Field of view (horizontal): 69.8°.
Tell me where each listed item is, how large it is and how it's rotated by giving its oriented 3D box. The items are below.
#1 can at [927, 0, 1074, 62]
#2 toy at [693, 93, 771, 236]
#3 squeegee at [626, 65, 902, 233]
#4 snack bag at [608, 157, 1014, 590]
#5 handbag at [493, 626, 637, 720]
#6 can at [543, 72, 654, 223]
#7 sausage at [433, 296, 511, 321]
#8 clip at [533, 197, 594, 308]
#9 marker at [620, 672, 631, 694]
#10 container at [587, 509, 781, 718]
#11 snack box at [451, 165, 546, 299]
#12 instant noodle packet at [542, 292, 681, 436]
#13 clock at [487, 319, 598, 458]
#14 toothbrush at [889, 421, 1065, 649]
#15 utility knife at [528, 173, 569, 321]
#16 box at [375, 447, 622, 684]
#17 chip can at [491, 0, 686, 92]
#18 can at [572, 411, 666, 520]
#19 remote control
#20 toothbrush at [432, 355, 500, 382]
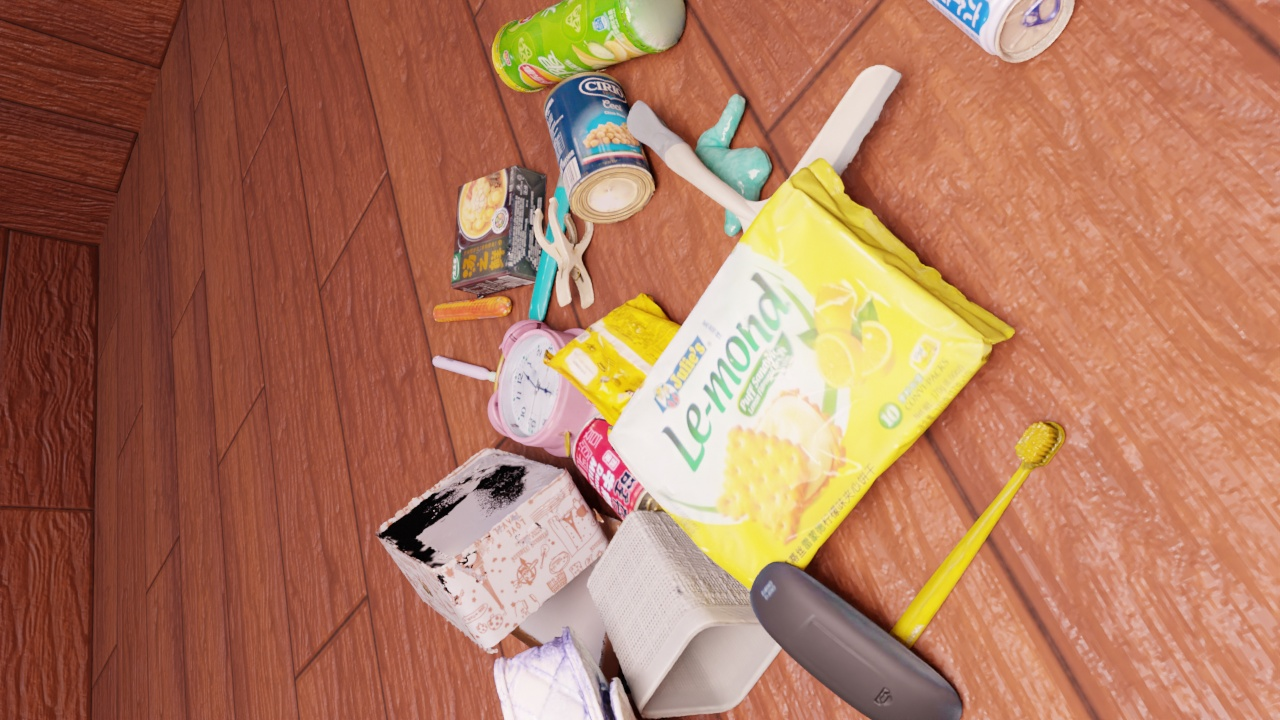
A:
[{"bbox_3d":[0.193,-0.233,0.544,0.053,0.053,0.134,-53,46,30],"label":"can"},{"bbox_3d":[0.066,-0.153,0.702,0.092,0.030,0.096,41,110,44],"label":"toy"},{"bbox_3d":[0.037,-0.147,0.680,0.247,0.039,0.246,-60,41,21],"label":"squeegee"},{"bbox_3d":[0.095,0.021,0.572,0.158,0.068,0.247,45,117,21],"label":"snack bag"},{"bbox_3d":[-0.030,0.267,0.615,0.194,0.075,0.134,75,171,-55],"label":"handbag"},{"bbox_3d":[-0.036,-0.183,0.797,0.076,0.075,0.111,-41,54,38],"label":"can"},{"bbox_3d":[-0.184,-0.055,0.992,0.165,0.021,0.021,-1,82,50],"label":"sausage"},{"bbox_3d":[-0.077,-0.101,0.836,0.035,0.083,0.104,-23,54,46],"label":"clip"},{"bbox_3d":[-0.002,0.200,0.722,0.018,0.015,0.124,8,90,53],"label":"marker"},{"bbox_3d":[0.028,0.170,0.636,0.090,0.090,0.114,-60,40,23],"label":"container"},{"bbox_3d":[-0.151,-0.129,0.950,0.126,0.053,0.113,-7,77,44],"label":"snack box"},{"bbox_3d":[-0.004,0.004,0.709,0.128,0.110,0.044,42,158,45],"label":"instant noodle packet"},{"bbox_3d":[-0.088,0.023,0.829,0.159,0.059,0.117,16,94,53],"label":"clock"},{"bbox_3d":[0.178,0.113,0.519,0.015,0.016,0.190,49,120,45],"label":"toothbrush"},{"bbox_3d":[-0.093,-0.080,0.892,0.029,0.013,0.207,12,89,49],"label":"utility knife"},{"bbox_3d":[-0.095,0.180,0.769,0.183,0.152,0.178,2,124,60],"label":"box"},{"bbox_3d":[-0.051,-0.300,0.842,0.222,0.072,0.072,5,86,51],"label":"chip can"},{"bbox_3d":[-0.003,0.085,0.706,0.094,0.066,0.067,41,114,47],"label":"can"},{"bbox_3d":[0.119,0.170,0.531,0.136,0.024,0.053,35,118,20],"label":"remote control"},{"bbox_3d":[-0.177,0.009,0.972,0.189,0.029,0.021,8,126,52],"label":"toothbrush"}]
